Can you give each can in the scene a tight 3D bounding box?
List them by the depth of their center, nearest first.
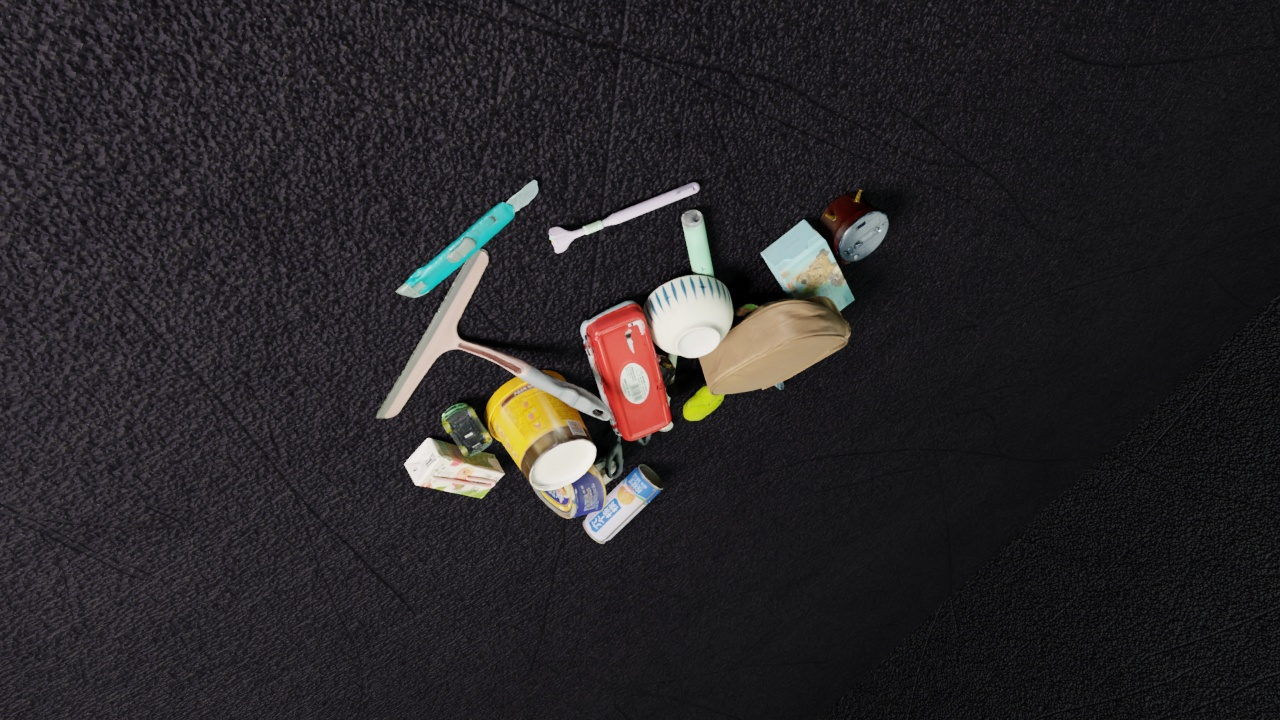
[{"bbox_3d":[-0.101,0.162,1.235,0.049,0.148,0.075,-10,109,-29],"label":"can"},{"bbox_3d":[-0.028,0.225,1.438,0.135,0.053,0.053,-45,143,14],"label":"can"}]

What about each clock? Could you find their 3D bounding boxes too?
[{"bbox_3d":[0.288,-0.173,1.238,0.082,0.055,0.122,-37,145,0],"label":"clock"}]

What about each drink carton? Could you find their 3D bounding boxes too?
[{"bbox_3d":[-0.236,0.141,1.181,0.054,0.045,0.122,-47,143,14],"label":"drink carton"}]

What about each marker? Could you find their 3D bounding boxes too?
[{"bbox_3d":[0.091,0.024,1.316,0.131,0.020,0.022,-22,128,-34],"label":"marker"}]

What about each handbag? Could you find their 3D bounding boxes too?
[{"bbox_3d":[0.177,-0.024,1.249,0.147,0.099,0.205,0,159,-38],"label":"handbag"}]

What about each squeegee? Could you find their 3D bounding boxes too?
[{"bbox_3d":[-0.142,0.013,1.077,0.249,0.040,0.248,26,114,-23],"label":"squeegee"}]

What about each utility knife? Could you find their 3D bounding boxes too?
[{"bbox_3d":[-0.177,-0.124,0.953,0.187,0.013,0.029,-40,133,6],"label":"utility knife"}]

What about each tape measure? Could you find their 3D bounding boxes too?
[{"bbox_3d":[-0.065,0.158,1.349,0.066,0.033,0.065,-44,142,11],"label":"tape measure"}]

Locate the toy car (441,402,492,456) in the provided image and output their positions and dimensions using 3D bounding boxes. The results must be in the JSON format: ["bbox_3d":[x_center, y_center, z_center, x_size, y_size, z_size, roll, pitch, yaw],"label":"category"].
[{"bbox_3d":[-0.217,0.084,1.139,0.043,0.036,0.091,-29,145,-8],"label":"toy car"}]

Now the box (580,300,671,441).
[{"bbox_3d":[-0.018,0.016,1.180,0.086,0.047,0.201,-23,130,-9],"label":"box"}]

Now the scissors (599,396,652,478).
[{"bbox_3d":[-0.024,0.094,1.299,0.159,0.014,0.178,-4,115,-57],"label":"scissors"}]

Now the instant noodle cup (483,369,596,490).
[{"bbox_3d":[-0.121,0.092,1.159,0.118,0.114,0.119,-22,142,-19],"label":"instant noodle cup"}]

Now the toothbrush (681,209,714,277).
[{"bbox_3d":[0.080,-0.107,1.171,0.027,0.026,0.225,-17,144,1],"label":"toothbrush"}]

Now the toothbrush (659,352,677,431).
[{"bbox_3d":[0.040,0.034,1.306,0.029,0.020,0.190,6,135,0],"label":"toothbrush"}]

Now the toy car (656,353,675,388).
[{"bbox_3d":[-0.007,0.007,1.223,0.122,0.037,0.056,20,111,-35],"label":"toy car"}]

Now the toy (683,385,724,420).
[{"bbox_3d":[0.094,0.060,1.354,0.096,0.031,0.100,-15,157,-43],"label":"toy"}]

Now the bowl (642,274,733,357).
[{"bbox_3d":[0.065,-0.046,1.166,0.116,0.066,0.117,-9,143,-7],"label":"bowl"}]

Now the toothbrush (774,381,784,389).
[{"bbox_3d":[0.197,-0.004,1.388,0.016,0.017,0.188,-34,145,-4],"label":"toothbrush"}]

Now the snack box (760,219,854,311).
[{"bbox_3d":[0.233,-0.114,1.263,0.074,0.051,0.175,-39,144,5],"label":"snack box"}]

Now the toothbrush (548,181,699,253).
[{"bbox_3d":[-0.015,-0.165,1.034,0.189,0.021,0.029,-24,111,-18],"label":"toothbrush"}]
